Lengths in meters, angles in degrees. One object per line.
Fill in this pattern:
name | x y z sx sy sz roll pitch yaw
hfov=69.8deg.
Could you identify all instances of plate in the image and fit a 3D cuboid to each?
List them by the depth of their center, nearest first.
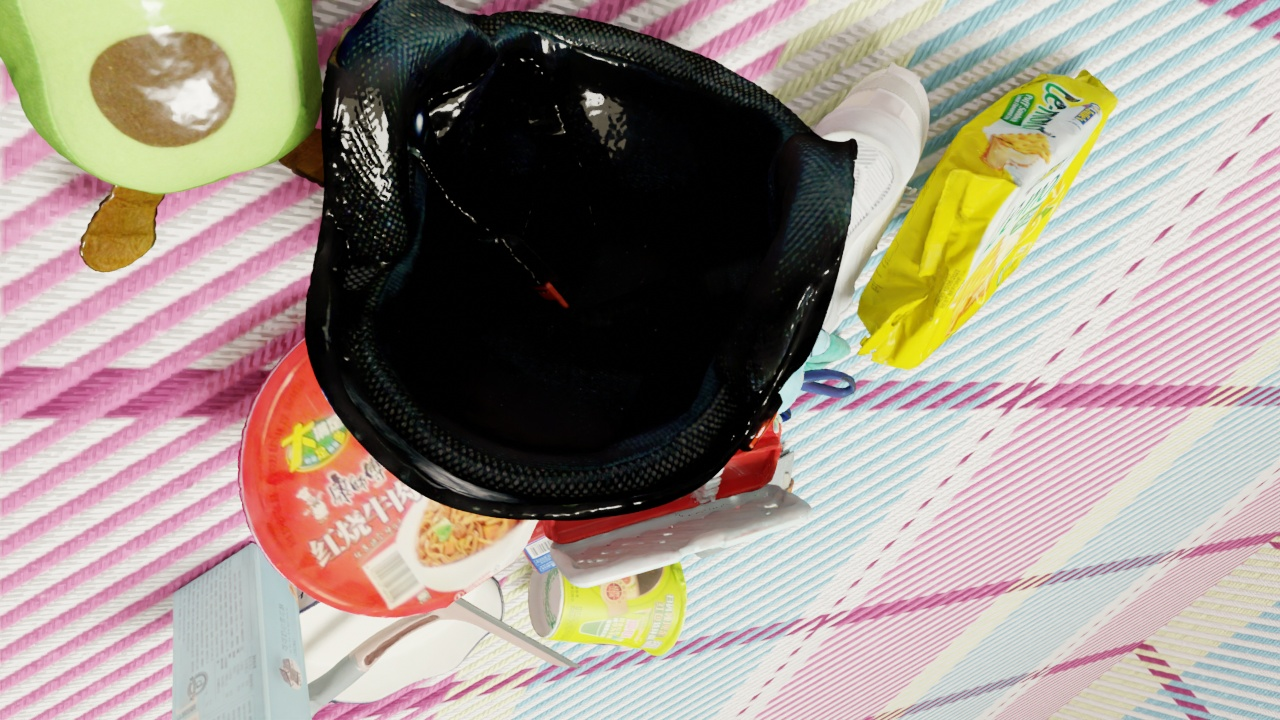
plate | -0.220 0.224 0.791 0.204 0.045 0.205 -17 140 -15

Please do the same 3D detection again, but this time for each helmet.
helmet | -0.032 -0.038 0.453 0.233 0.274 0.231 21 156 5

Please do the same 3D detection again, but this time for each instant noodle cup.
instant noodle cup | -0.155 0.061 0.582 0.193 0.066 0.194 0 91 -31
instant noodle cup | -0.036 0.222 0.864 0.123 0.111 0.112 8 129 -29

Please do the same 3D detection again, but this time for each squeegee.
squeegee | -0.223 0.245 0.746 0.250 0.040 0.247 -35 127 16

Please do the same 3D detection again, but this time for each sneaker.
sneaker | 0.131 -0.102 0.636 0.090 0.089 0.243 -60 173 -29

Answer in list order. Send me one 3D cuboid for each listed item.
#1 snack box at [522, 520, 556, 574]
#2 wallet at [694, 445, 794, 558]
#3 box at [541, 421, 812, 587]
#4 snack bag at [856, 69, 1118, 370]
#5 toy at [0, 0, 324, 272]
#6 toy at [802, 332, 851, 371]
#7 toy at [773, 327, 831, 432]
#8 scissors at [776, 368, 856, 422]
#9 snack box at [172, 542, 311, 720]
snack box | -0.009 0.106 0.784 0.207 0.058 0.057 -26 140 -5
wallet | 0.106 0.145 0.919 0.106 0.037 0.130 -17 141 -15
box | 0.030 0.116 0.702 0.201 0.098 0.095 -13 132 -18
snack bag | 0.237 -0.103 0.640 0.245 0.068 0.158 -35 152 -42
toy | -0.195 -0.142 0.368 0.226 0.090 0.247 -24 145 -18
toy | 0.139 -0.009 0.776 0.091 0.030 0.097 20 131 -43
toy | 0.053 -0.017 0.639 0.161 0.050 0.156 -19 99 -10
scissors | 0.111 0.017 0.775 0.163 0.012 0.162 -6 152 4
snack box | -0.281 0.220 0.644 0.074 0.174 0.051 -32 136 3
